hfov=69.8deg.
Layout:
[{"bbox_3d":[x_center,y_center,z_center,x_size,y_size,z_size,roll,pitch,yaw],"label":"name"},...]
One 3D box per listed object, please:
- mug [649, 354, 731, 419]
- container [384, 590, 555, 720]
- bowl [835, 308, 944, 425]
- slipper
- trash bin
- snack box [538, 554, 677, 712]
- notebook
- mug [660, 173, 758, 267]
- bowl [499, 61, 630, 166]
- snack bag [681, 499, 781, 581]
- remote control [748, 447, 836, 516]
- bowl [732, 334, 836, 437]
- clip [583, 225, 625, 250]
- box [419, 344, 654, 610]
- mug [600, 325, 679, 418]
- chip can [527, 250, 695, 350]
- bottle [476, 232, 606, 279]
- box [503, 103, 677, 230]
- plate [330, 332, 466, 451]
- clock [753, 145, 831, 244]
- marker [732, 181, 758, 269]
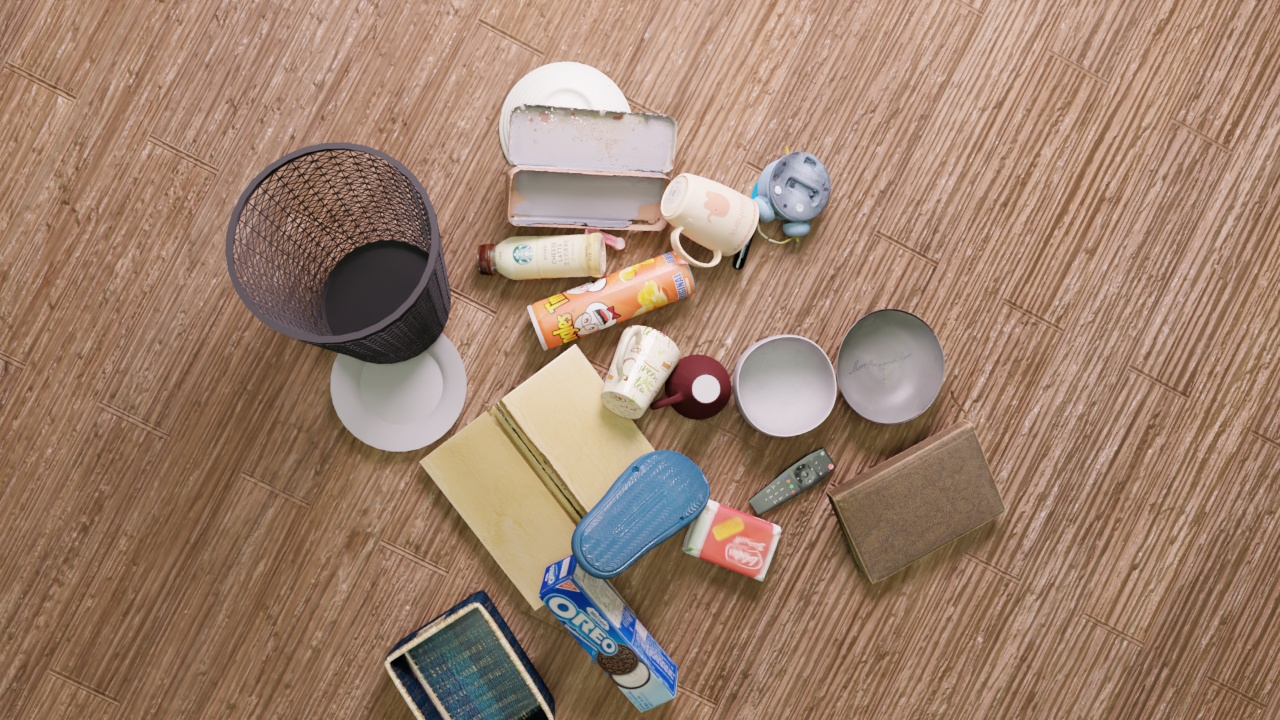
[{"bbox_3d":[0.066,0.040,1.182,0.114,0.088,0.087,-22,91,-4],"label":"mug"},{"bbox_3d":[-0.215,0.412,1.174,0.145,0.071,0.187,-32,92,-3],"label":"container"},{"bbox_3d":[0.322,0.008,1.215,0.150,0.057,0.150,0,90,-5],"label":"bowl"},{"bbox_3d":[-0.004,0.186,1.131,0.213,0.059,0.104,-35,85,-33],"label":"slipper"},{"bbox_3d":[-0.322,-0.099,1.065,0.217,0.243,0.216,0,78,-2],"label":"trash bin"},{"bbox_3d":[-0.037,0.345,1.160,0.059,0.059,0.226,-29,109,20],"label":"snack box"},{"bbox_3d":[0.358,0.168,1.207,0.215,0.034,0.190,-26,108,-3],"label":"notebook"},{"bbox_3d":[0.080,-0.175,1.165,0.104,0.085,0.111,22,80,-29],"label":"mug"},{"bbox_3d":[-0.095,-0.305,1.180,0.177,0.071,0.177,0,91,-4],"label":"bowl"},{"bbox_3d":[0.121,0.236,1.213,0.116,0.036,0.077,21,88,-3],"label":"snack bag"},{"bbox_3d":[0.202,0.164,1.231,0.124,0.010,0.039,-33,92,-3],"label":"remote control"},{"bbox_3d":[0.185,0.033,1.202,0.132,0.064,0.132,0,90,-4],"label":"bowl"},{"bbox_3d":[-0.048,-0.160,1.211,0.057,0.035,0.022,22,85,-9],"label":"clip"},{"bbox_3d":[-0.111,0.153,1.182,0.261,0.096,0.247,-37,92,3],"label":"box"},{"bbox_3d":[-0.007,0.007,1.147,0.081,0.122,0.097,17,59,17],"label":"mug"},{"bbox_3d":[-0.037,-0.079,1.188,0.210,0.062,0.062,-21,91,-3],"label":"chip can"},{"bbox_3d":[-0.128,-0.133,1.179,0.162,0.056,0.056,-1,90,7],"label":"bottle"},{"bbox_3d":[-0.060,-0.239,1.148,0.216,0.042,0.149,-1,119,-19],"label":"box"},{"bbox_3d":[-0.312,0.030,1.193,0.173,0.019,0.173,0,90,-4],"label":"plate"},{"bbox_3d":[0.194,-0.213,1.201,0.088,0.052,0.124,23,87,-19],"label":"clock"},{"bbox_3d":[0.146,-0.180,1.224,0.018,0.015,0.123,16,89,-8],"label":"marker"}]
